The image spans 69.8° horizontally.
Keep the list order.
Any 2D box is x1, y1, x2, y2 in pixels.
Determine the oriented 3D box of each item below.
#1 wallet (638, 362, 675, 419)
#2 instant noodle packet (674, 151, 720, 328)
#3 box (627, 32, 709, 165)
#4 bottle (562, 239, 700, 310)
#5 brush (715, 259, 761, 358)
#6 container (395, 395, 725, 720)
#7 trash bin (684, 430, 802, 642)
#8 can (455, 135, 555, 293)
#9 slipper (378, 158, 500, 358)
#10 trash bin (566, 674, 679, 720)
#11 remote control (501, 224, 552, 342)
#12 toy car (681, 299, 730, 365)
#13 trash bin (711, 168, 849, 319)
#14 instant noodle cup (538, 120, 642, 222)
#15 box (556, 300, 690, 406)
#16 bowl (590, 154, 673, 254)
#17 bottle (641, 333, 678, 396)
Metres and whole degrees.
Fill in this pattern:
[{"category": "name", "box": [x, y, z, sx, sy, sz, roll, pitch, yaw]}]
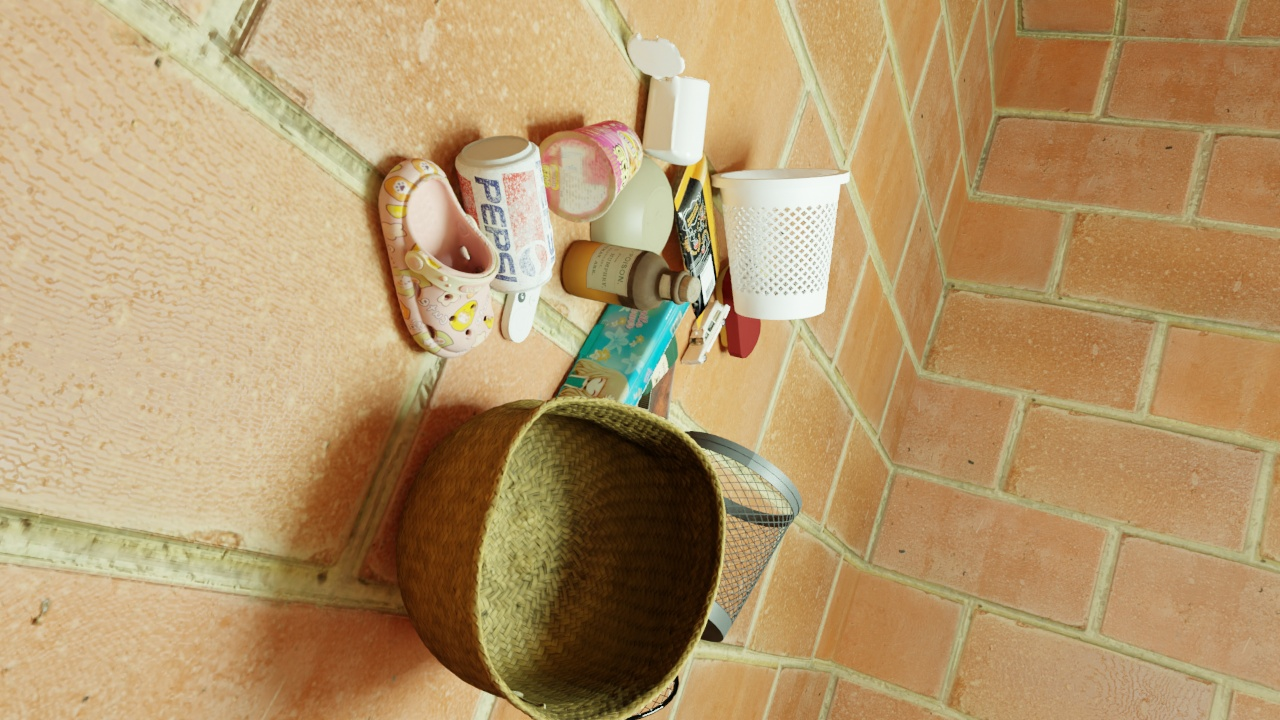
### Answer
[{"category": "wallet", "box": [0.024, 0.051, 1.319, 0.072, 0.019, 0.123, -14, 114, -60]}, {"category": "instant noodle packet", "box": [0.083, -0.179, 1.293, 0.159, 0.032, 0.221, -71, 156, -43]}, {"category": "box", "box": [0.031, -0.312, 1.105, 0.141, 0.084, 0.140, -6, 106, -56]}, {"category": "bottle", "box": [-0.008, -0.093, 1.042, 0.067, 0.157, 0.068, -35, 132, -52]}, {"category": "brush", "box": [0.157, -0.086, 1.485, 0.082, 0.042, 0.174, -51, 144, -40]}, {"category": "container", "box": [-0.085, 0.187, 0.903, 0.306, 0.197, 0.306, 7, 80, -41]}, {"category": "trash bin", "box": [0.088, 0.259, 1.336, 0.226, 0.218, 0.218, -58, 148, -25]}, {"category": "can", "box": [-0.127, -0.139, 0.881, 0.078, 0.078, 0.136, -46, 140, -44]}, {"category": "slipper", "box": [-0.170, -0.084, 0.824, 0.093, 0.082, 0.197, -50, 141, -39]}, {"category": "trash bin", "box": [-0.043, 0.309, 1.154, 0.183, 0.184, 0.210, -21, 114, -58]}, {"category": "remote control", "box": [-0.122, -0.087, 0.987, 0.043, 0.013, 0.136, 14, 89, -63]}, {"category": "toy car", "box": [0.096, -0.044, 1.399, 0.039, 0.039, 0.112, 50, 57, -33]}, {"category": "trash bin", "box": [0.203, -0.172, 1.342, 0.195, 0.196, 0.200, -27, 119, -56]}, {"category": "instant noodle cup", "box": [-0.050, -0.213, 0.990, 0.108, 0.098, 0.098, -51, 144, -54]}, {"category": "box", "box": [-0.021, -0.008, 1.125, 0.226, 0.094, 0.041, -62, 148, -27]}, {"category": "bowl", "box": [0.000, -0.178, 1.135, 0.152, 0.050, 0.152, -35, 132, -52]}, {"category": "bottle", "box": [-0.007, 0.007, 1.194, 0.130, 0.061, 0.061, -48, 139, -43]}]
